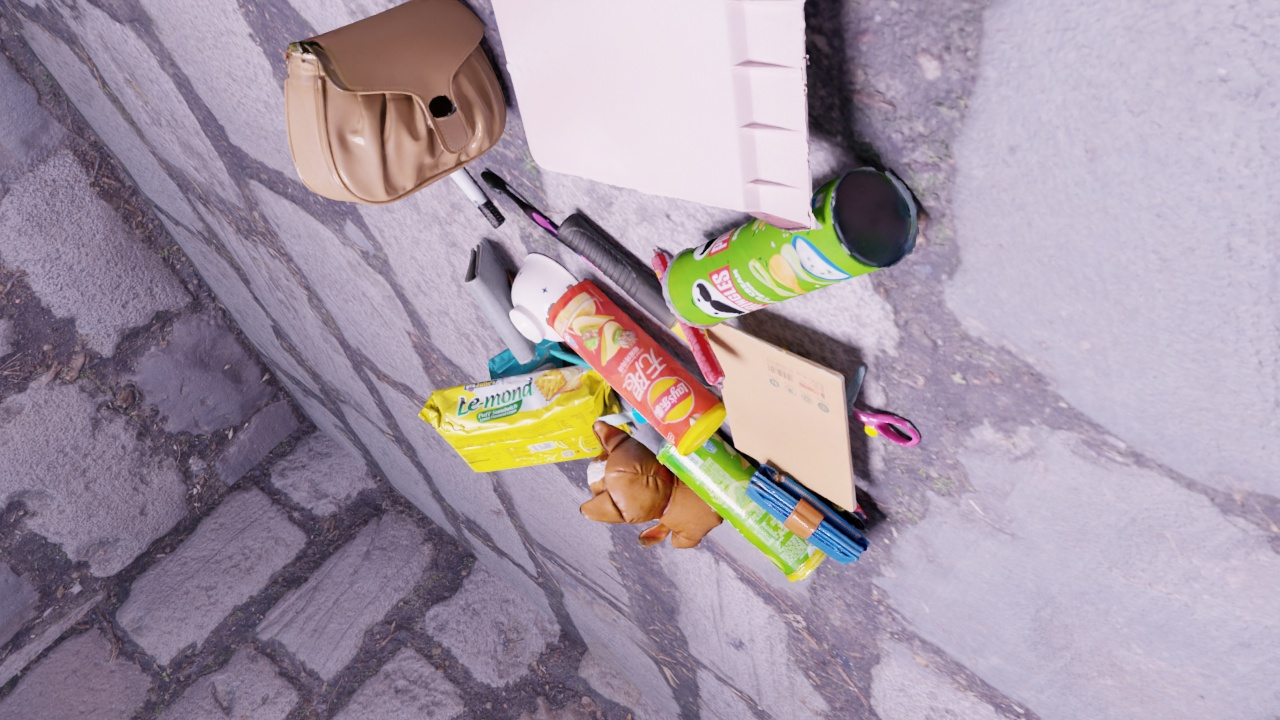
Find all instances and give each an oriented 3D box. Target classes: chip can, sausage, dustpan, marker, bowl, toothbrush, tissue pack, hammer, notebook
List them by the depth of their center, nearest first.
[{"bbox_3d":[0.007,-0.228,0.611,0.274,0.138,0.223,12,135,22],"label":"dustpan"},{"bbox_3d":[0.102,-0.078,0.694,0.072,0.072,0.237,49,156,-12],"label":"chip can"},{"bbox_3d":[0.043,-0.040,0.841,0.020,0.020,0.155,100,149,-63],"label":"sausage"},{"bbox_3d":[0.132,0.052,0.857,0.148,0.008,0.208,28,152,34],"label":"notebook"},{"bbox_3d":[0.038,-0.042,0.903,0.301,0.032,0.129,40,156,8],"label":"hammer"},{"bbox_3d":[-0.006,0.006,0.979,0.216,0.073,0.073,43,157,18],"label":"chip can"},{"bbox_3d":[-0.100,-0.144,0.981,0.189,0.014,0.018,39,166,11],"label":"toothbrush"},{"bbox_3d":[0.026,-0.005,1.010,0.180,0.016,0.016,35,139,25],"label":"toothbrush"},{"bbox_3d":[-0.201,-0.204,1.037,0.131,0.018,0.023,51,165,-17],"label":"marker"},{"bbox_3d":[0.116,0.155,1.056,0.221,0.072,0.073,42,157,4],"label":"chip can"},{"bbox_3d":[-0.115,-0.060,1.079,0.118,0.064,0.118,36,155,19],"label":"bowl"},{"bbox_3d":[-0.151,0.019,1.233,0.050,0.093,0.134,49,159,23],"label":"tissue pack"}]

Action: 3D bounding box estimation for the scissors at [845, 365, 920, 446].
[{"bbox_3d":[0.183,0.048,0.822,0.133,0.017,0.134,30,145,10],"label":"scissors"}]

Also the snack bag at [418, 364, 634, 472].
[{"bbox_3d":[-0.142,0.082,1.193,0.247,0.068,0.158,-10,149,8],"label":"snack bag"}]

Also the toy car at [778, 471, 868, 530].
[{"bbox_3d":[0.192,0.140,0.955,0.106,0.031,0.049,30,165,38],"label":"toy car"}]

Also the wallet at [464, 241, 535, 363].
[{"bbox_3d":[-0.165,-0.074,1.124,0.130,0.037,0.106,59,-165,-32],"label":"wallet"}]

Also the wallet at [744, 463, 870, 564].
[{"bbox_3d":[0.169,0.163,0.952,0.133,0.040,0.106,35,170,11],"label":"wallet"}]

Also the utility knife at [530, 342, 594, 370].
[{"bbox_3d":[-0.049,0.006,1.080,0.176,0.013,0.029,19,-178,2],"label":"utility knife"}]

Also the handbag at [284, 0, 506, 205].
[{"bbox_3d":[-0.202,-0.222,0.787,0.100,0.203,0.148,11,128,35],"label":"handbag"}]

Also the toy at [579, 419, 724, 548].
[{"bbox_3d":[0.009,0.155,1.118,0.131,0.140,0.199,-21,149,40],"label":"toy"}]

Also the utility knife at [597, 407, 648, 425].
[{"bbox_3d":[0.016,0.061,1.072,0.034,0.018,0.219,43,147,-25],"label":"utility knife"}]
